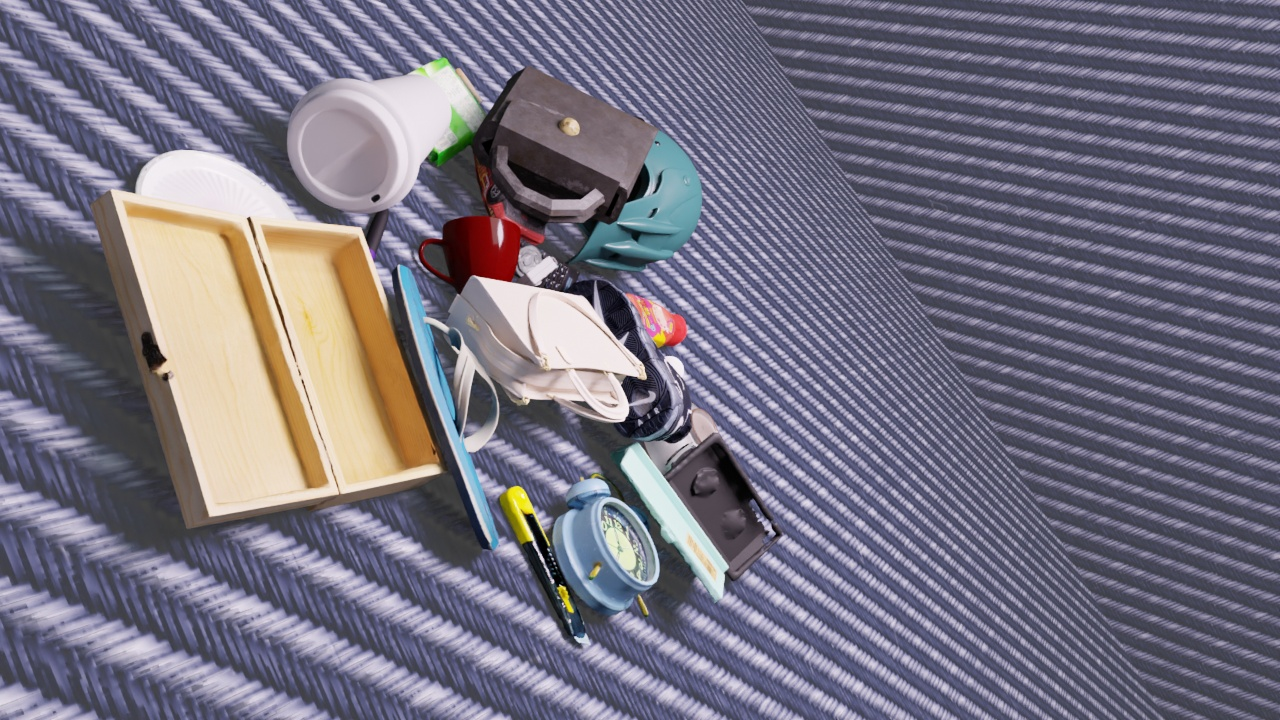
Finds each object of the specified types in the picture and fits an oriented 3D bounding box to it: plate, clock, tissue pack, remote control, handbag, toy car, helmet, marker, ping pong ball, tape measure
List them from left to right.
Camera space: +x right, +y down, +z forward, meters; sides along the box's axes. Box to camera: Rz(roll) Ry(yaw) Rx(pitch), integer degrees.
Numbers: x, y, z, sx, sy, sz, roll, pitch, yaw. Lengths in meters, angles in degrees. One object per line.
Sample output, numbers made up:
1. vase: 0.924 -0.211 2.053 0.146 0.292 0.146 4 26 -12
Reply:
1. plate: -0.364 -0.116 0.804 0.157 0.014 0.156 38 33 -32
2. marker: -0.278 -0.119 0.942 0.018 0.015 0.133 15 42 -13
3. tissue pack: -0.245 -0.307 1.124 0.099 0.034 0.114 -39 96 -31
4. toy car: -0.171 -0.229 1.178 0.081 0.056 0.189 25 38 -45
5. tape measure: -0.134 -0.093 1.094 0.020 0.062 0.060 53 34 -9
6. remote control: -0.136 -0.119 1.148 0.140 0.021 0.045 27 83 -44
7. handbag: -0.099 -0.246 1.097 0.197 0.103 0.198 24 52 -5
8. handbag: -0.082 0.003 0.979 0.198 0.101 0.194 43 22 32
9. clock: -0.036 0.187 0.959 0.118 0.060 0.161 41 25 -36
10. helmet: -0.026 -0.221 1.283 0.274 0.177 0.200 -17 71 -48
11. ping pong ball: 0.040 0.014 1.280 0.040 0.040 0.040 38 34 -32
12. toy car: 0.091 0.173 1.145 0.192 0.094 0.071 55 -11 -27

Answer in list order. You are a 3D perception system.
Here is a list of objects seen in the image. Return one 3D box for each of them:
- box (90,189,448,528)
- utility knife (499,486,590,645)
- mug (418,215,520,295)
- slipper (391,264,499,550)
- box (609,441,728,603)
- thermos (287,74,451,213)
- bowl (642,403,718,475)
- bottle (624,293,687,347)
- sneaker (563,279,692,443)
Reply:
1. box: -0.287 -0.004 0.739 0.247 0.068 0.253 67 19 11
2. utility knife: -0.092 0.204 0.906 0.028 0.020 0.172 -14 75 -59
3. mug: -0.190 -0.105 1.017 0.114 0.087 0.088 4 78 -25
4. slipper: -0.171 0.033 0.865 0.118 0.060 0.294 88 -19 -75
5. box: 0.033 0.178 1.046 0.187 0.052 0.139 54 -10 -5
6. thermos: -0.273 -0.245 0.976 0.131 0.132 0.221 48 22 -16
7. bowl: 0.067 0.104 1.215 0.150 0.057 0.150 38 33 -31
8. bottle: 0.013 -0.052 1.296 0.134 0.049 0.071 14 48 -52
9. sneaker: -0.007 0.007 1.146 0.252 0.097 0.151 58 10 32
